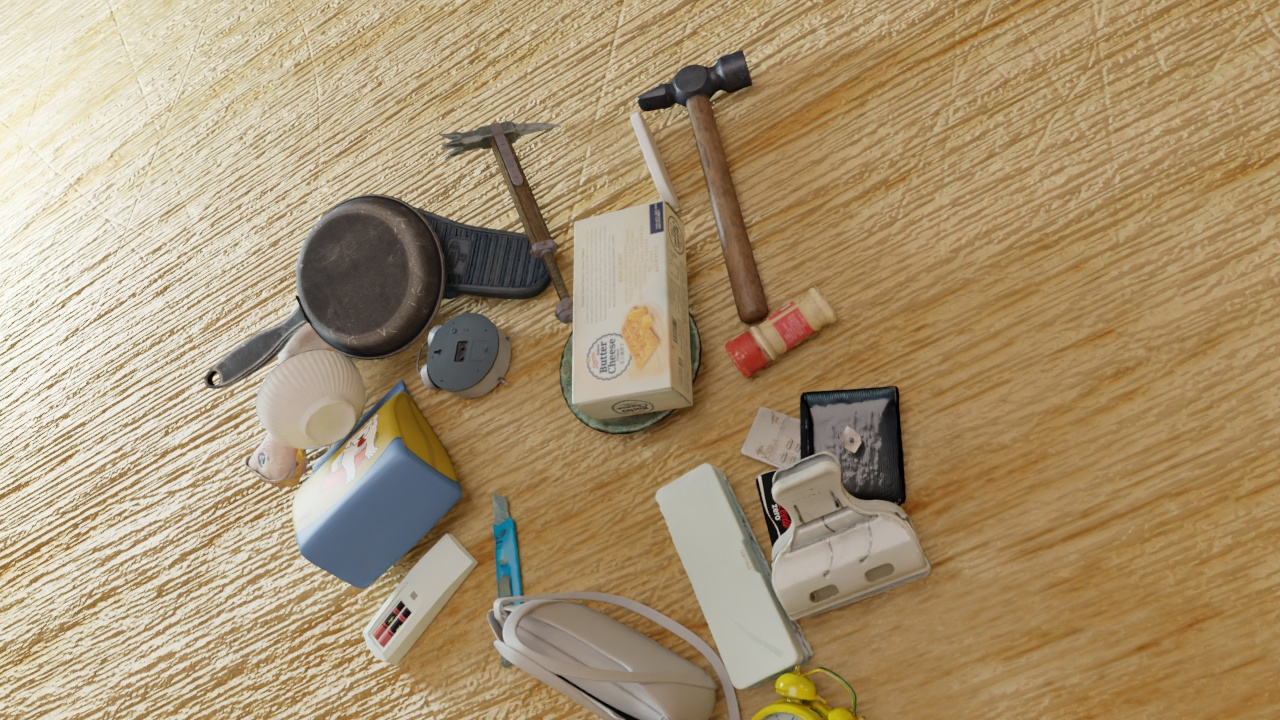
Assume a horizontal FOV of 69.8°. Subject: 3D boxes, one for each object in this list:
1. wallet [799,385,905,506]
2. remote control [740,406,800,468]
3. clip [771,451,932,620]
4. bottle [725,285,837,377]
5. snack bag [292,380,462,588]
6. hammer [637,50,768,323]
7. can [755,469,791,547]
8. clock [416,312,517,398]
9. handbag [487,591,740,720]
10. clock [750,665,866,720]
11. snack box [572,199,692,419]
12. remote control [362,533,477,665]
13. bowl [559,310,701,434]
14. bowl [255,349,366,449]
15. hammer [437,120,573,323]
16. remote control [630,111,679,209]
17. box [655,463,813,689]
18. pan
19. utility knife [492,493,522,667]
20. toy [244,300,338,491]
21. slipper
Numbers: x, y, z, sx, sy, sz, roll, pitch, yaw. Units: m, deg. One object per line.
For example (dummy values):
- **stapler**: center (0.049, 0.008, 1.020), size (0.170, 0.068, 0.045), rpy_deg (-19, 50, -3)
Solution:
- **wallet**: center (0.189, 0.080, 0.822), size (0.089, 0.026, 0.114), rpy_deg (-5, 68, 21)
- **remote control**: center (0.163, 0.087, 0.854), size (0.136, 0.011, 0.050), rpy_deg (19, 79, 30)
- **clip**: center (0.162, 0.153, 0.753), size (0.126, 0.152, 0.096), rpy_deg (-24, 26, 11)
- **bottle**: center (0.137, -0.028, 0.895), size (0.109, 0.044, 0.044), rpy_deg (-33, 60, 8)
- **snack bag**: center (-0.299, 0.122, 1.013), size (0.159, 0.102, 0.205), rpy_deg (-44, 36, 3)
- **hammer**: center (0.085, -0.185, 0.983), size (0.129, 0.040, 0.321), rpy_deg (-16, 66, 11)
- **can**: center (0.129, 0.142, 0.836), size (0.032, 0.031, 0.080), rpy_deg (-20, 63, 16)
- **clock**: center (-0.204, -0.004, 1.048), size (0.123, 0.035, 0.094), rpy_deg (-2, 69, 25)
- **handbag**: center (-0.029, 0.250, 0.754), size (0.216, 0.222, 0.095), rpy_deg (21, 80, 30)
- **clock**: center (0.133, 0.308, 0.751), size (0.083, 0.057, 0.119), rpy_deg (33, 92, 32)
- **snack box**: center (-0.010, -0.050, 0.916), size (0.104, 0.057, 0.207), rpy_deg (-11, 65, 21)
- **remote control**: center (-0.236, 0.252, 0.965), size (0.049, 0.024, 0.143), rpy_deg (38, 88, 32)
- **bowl**: center (-0.005, 0.005, 0.949), size (0.158, 0.038, 0.157), rpy_deg (-9, 66, 21)
- **bowl**: center (-0.352, 0.053, 1.007), size (0.118, 0.118, 0.062), rpy_deg (-49, 52, -1)
- **hammer**: center (-0.120, -0.165, 1.043), size (0.147, 0.028, 0.316), rpy_deg (-16, 57, -13)
- **remote control**: center (0.016, -0.225, 1.030), size (0.013, 0.043, 0.136), rpy_deg (-25, 61, 13)
- **box**: center (0.078, 0.193, 0.831), size (0.083, 0.066, 0.199), rpy_deg (-22, 62, -7)
- **pan**: center (-0.380, -0.055, 1.055), size (0.357, 0.055, 0.187), rpy_deg (-29, 82, 13)
- **utility knife**: center (-0.138, 0.220, 0.939), size (0.031, 0.015, 0.178), rpy_deg (-17, 62, 13)
- **toy**: center (-0.387, 0.019, 1.099), size (0.196, 0.065, 0.263), rpy_deg (-16, 58, 28)
- **slipper**: center (-0.227, -0.114, 1.085), size (0.264, 0.082, 0.101), rpy_deg (10, 76, 8)
